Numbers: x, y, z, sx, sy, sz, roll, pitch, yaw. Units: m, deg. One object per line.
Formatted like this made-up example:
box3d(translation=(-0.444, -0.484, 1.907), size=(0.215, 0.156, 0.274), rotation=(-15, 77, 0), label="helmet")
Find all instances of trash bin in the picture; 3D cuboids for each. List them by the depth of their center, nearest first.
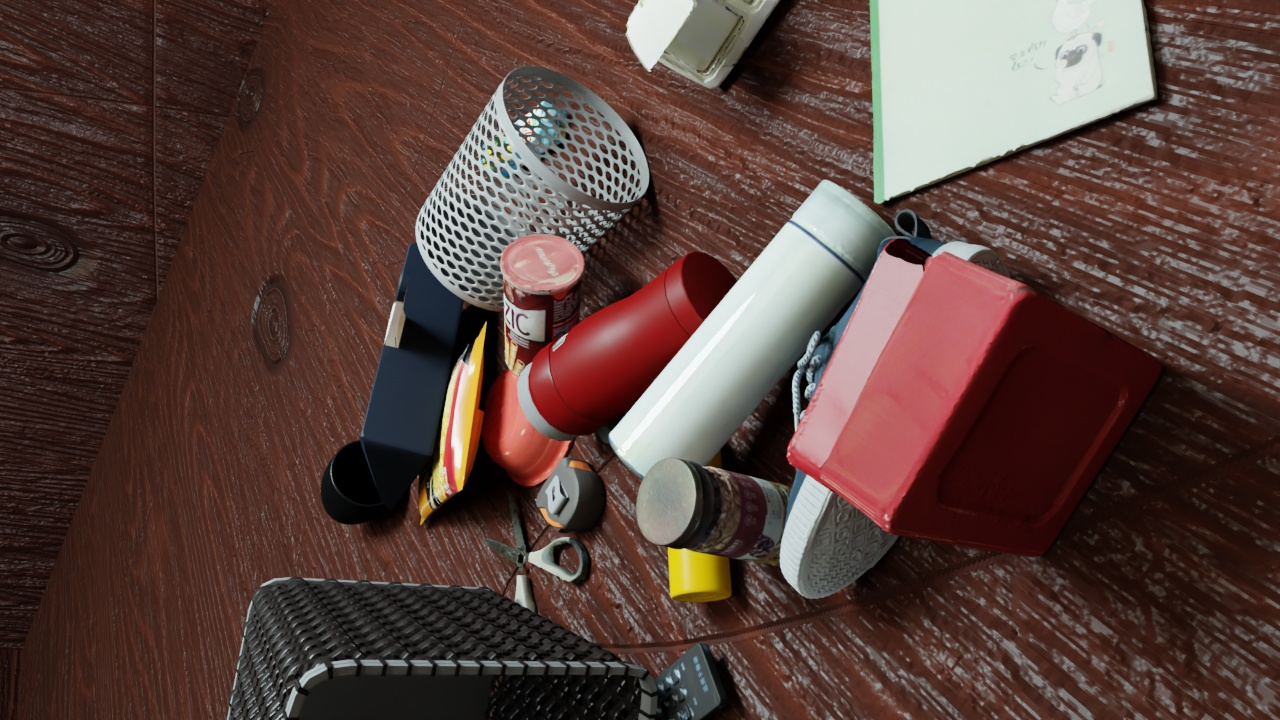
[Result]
box3d(translation=(-0.109, -0.152, 0.865), size=(0.184, 0.156, 0.156), rotation=(-41, 47, 37), label="trash bin")

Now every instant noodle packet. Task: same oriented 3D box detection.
box3d(translation=(-0.193, 0.072, 0.934), size=(0.221, 0.032, 0.159), rotation=(141, 137, -61), label="instant noodle packet")

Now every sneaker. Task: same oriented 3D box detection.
box3d(translation=(0.132, 0.025, 0.551), size=(0.087, 0.089, 0.235), rotation=(29, 94, 49), label="sneaker")

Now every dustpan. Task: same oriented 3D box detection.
box3d(translation=(-0.240, -0.005, 0.942), size=(0.274, 0.080, 0.235), rotation=(-45, 34, 51), label="dustpan")

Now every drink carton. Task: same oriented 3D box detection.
box3d(translation=(-0.130, -0.242, 1.017), size=(0.129, 0.038, 0.044), rotation=(-18, 62, 47), label="drink carton")

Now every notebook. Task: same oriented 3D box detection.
box3d(translation=(0.227, -0.242, 0.600), size=(0.182, 0.010, 0.252), rotation=(-17, 63, 47), label="notebook")

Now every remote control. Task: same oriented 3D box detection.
box3d(translation=(0.011, 0.260, 0.659), size=(0.151, 0.022, 0.047), rotation=(-49, 44, 30), label="remote control")

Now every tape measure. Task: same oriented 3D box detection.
box3d(translation=(-0.063, 0.119, 0.791), size=(0.058, 0.038, 0.058), rotation=(-56, 40, 20), label="tape measure")

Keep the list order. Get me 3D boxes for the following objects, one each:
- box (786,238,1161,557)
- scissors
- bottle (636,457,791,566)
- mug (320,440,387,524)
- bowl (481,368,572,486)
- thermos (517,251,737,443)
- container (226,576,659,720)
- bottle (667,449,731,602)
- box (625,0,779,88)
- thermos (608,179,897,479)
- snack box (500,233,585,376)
box3d(translation=(0.164, 0.024, 0.455), size=(0.087, 0.157, 0.129), rotation=(39, 108, 45), label="box")
box3d(translation=(-0.100, 0.192, 0.829), size=(0.172, 0.012, 0.157), rotation=(-18, 62, 46), label="scissors")
box3d(translation=(0.054, 0.100, 0.599), size=(0.056, 0.105, 0.056), rotation=(-23, 58, 45), label="bottle")
box3d(translation=(-0.327, 0.139, 1.088), size=(0.100, 0.085, 0.118), rotation=(-45, 14, 48), label="mug")
box3d(translation=(-0.114, 0.052, 0.876), size=(0.131, 0.045, 0.130), rotation=(-23, 59, 45), label="bowl")
box3d(translation=(-0.004, 0.004, 0.739), size=(0.199, 0.083, 0.108), rotation=(-32, 86, 37), label="thermos")
box3d(translation=(-0.170, 0.302, 0.668), size=(0.244, 0.245, 0.247), rotation=(7, 86, 59), label="container")
box3d(translation=(0.040, 0.100, 0.668), size=(0.043, 0.043, 0.143), rotation=(-27, 56, 43), label="bottle")
box3d(translation=(0.027, -0.297, 0.706), size=(0.144, 0.187, 0.104), rotation=(-54, 25, 30), label="box")
box3d(translation=(0.074, -0.013, 0.618), size=(0.230, 0.068, 0.068), rotation=(-49, 41, 8), label="thermos")
box3d(translation=(-0.088, -0.044, 0.817), size=(0.122, 0.072, 0.072), rotation=(99, 159, -49), label="snack box")
